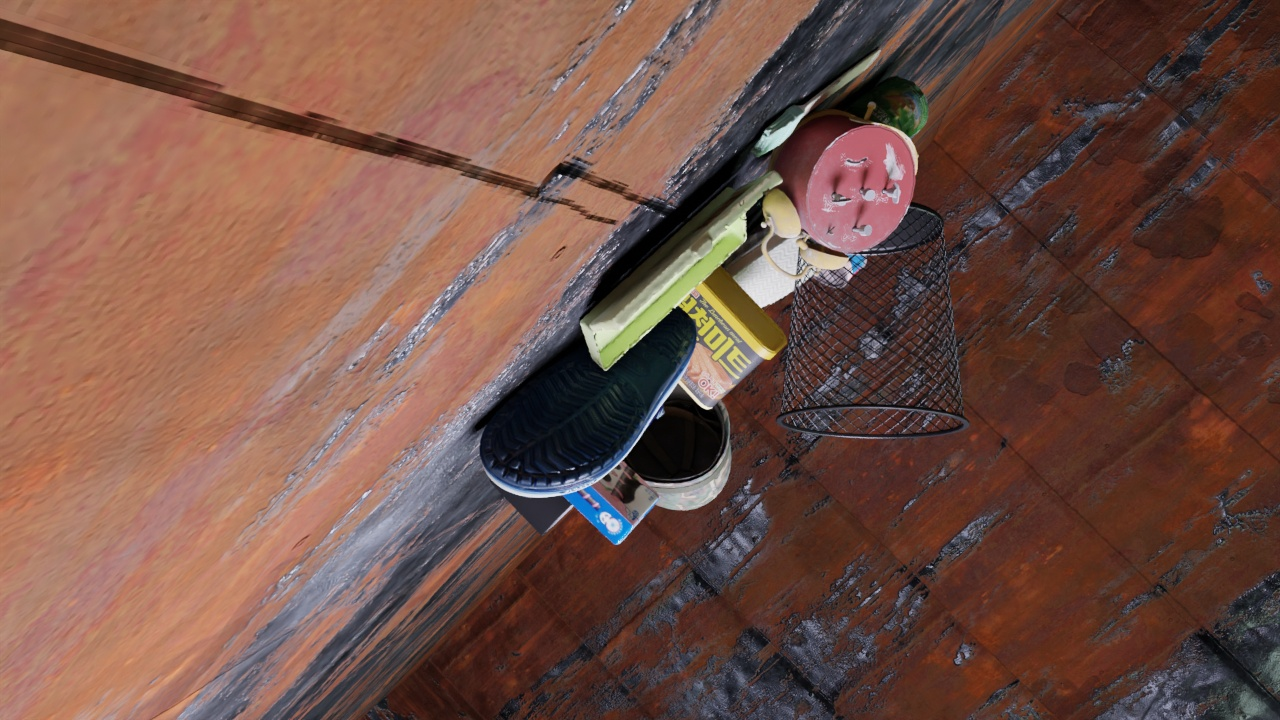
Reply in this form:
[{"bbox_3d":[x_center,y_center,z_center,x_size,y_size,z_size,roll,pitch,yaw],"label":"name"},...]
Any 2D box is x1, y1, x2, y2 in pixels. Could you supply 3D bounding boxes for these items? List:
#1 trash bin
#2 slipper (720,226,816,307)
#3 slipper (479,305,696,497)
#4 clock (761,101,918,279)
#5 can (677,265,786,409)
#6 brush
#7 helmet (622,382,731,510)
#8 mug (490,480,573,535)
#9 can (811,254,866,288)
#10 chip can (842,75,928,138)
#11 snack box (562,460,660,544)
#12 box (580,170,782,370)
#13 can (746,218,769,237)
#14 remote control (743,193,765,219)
[{"bbox_3d":[0.233,-0.038,0.929,0.184,0.184,0.210,108,-14,-77],"label":"trash bin"},{"bbox_3d":[0.108,-0.086,1.062,0.273,0.054,0.114,-34,153,16],"label":"slipper"},{"bbox_3d":[-0.036,0.041,0.825,0.252,0.105,0.095,-44,167,-34],"label":"slipper"},{"bbox_3d":[0.171,-0.141,0.805,0.159,0.117,0.081,-51,-148,5],"label":"clock"},{"bbox_3d":[0.070,-0.029,0.971,0.101,0.131,0.072,-45,175,28],"label":"can"},{"bbox_3d":[0.157,-0.228,0.790,0.217,0.012,0.033,-43,173,-38],"label":"brush"},{"bbox_3d":[0.032,0.108,1.355,0.192,0.224,0.236,-38,147,-16],"label":"helmet"},{"bbox_3d":[-0.105,0.134,1.073,0.113,0.088,0.078,-42,173,-30],"label":"mug"},{"bbox_3d":[0.262,-0.167,1.325,0.044,0.130,0.130,-44,174,-10],"label":"can"},{"bbox_3d":[0.224,-0.227,0.944,0.222,0.075,0.076,-41,173,-40],"label":"chip can"},{"bbox_3d":[-0.057,0.114,0.953,0.033,0.154,0.087,-51,173,22],"label":"snack box"},{"bbox_3d":[0.029,-0.079,0.761,0.187,0.048,0.141,-43,177,-15],"label":"box"},{"bbox_3d":[0.201,-0.162,1.145,0.166,0.088,0.088,-45,174,-1],"label":"can"},{"bbox_3d":[0.137,-0.180,0.953,0.149,0.013,0.035,-40,172,-40],"label":"remote control"}]
